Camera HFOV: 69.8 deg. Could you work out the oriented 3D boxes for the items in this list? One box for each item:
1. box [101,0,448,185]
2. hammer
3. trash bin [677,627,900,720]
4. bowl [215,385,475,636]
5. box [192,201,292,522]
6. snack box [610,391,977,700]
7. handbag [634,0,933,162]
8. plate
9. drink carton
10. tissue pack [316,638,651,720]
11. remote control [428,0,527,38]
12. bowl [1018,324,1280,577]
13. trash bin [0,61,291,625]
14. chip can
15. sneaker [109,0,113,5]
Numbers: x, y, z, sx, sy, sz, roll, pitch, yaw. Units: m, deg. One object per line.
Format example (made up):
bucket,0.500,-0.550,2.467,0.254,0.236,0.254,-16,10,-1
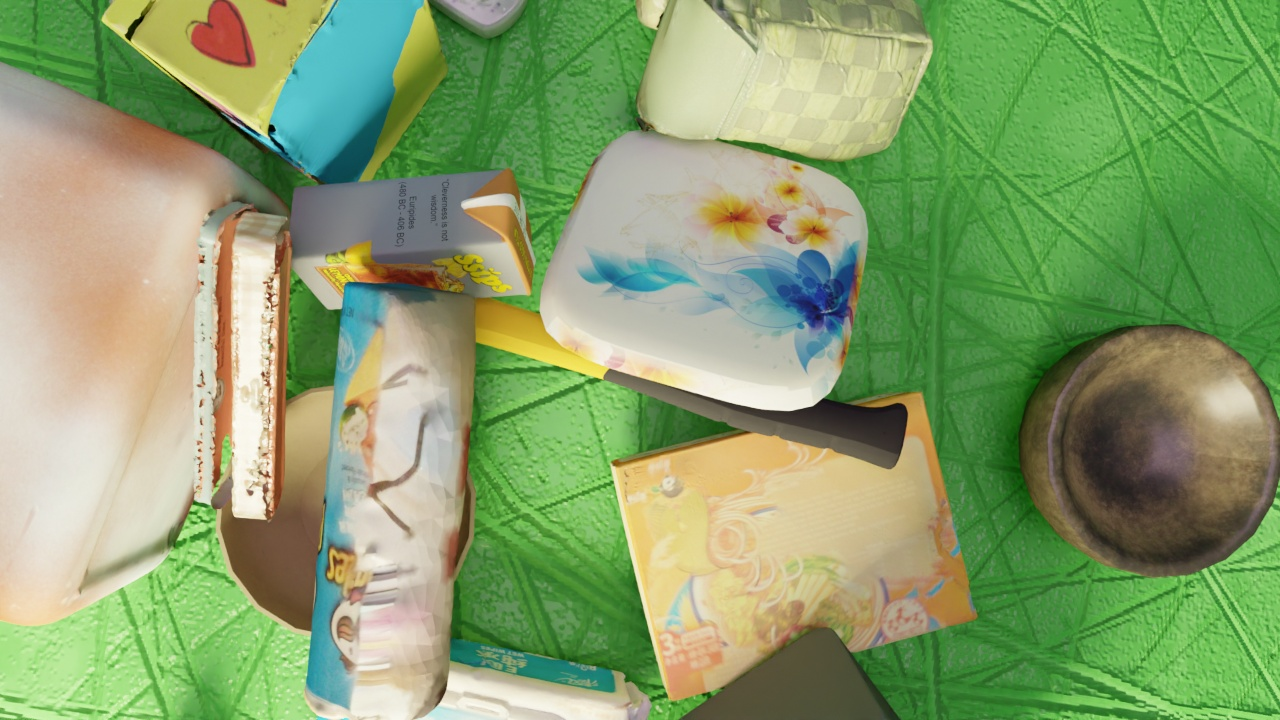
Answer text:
box,-0.175,-0.168,0.490,0.082,0.221,0.124,34,88,-4
hammer,-0.003,0.003,0.549,0.324,0.029,0.126,17,68,7
trash bin,0.102,0.297,0.533,0.192,0.097,0.220,-35,111,4
bowl,-0.176,0.091,0.569,0.152,0.050,0.152,0,86,-4
box,-0.201,0.008,0.479,0.058,0.060,0.187,38,128,30
snack box,0.091,0.112,0.583,0.195,0.081,0.145,-13,88,-5
handbag,0.085,-0.198,0.581,0.186,0.113,0.116,3,57,-18
plate,0.044,-0.066,0.562,0.187,0.016,0.186,16,60,4
drink carton,-0.127,-0.068,0.524,0.125,0.076,0.048,-4,67,3
tissue pack,-0.106,0.238,0.572,0.209,0.066,0.117,14,88,-3
remote control,-0.123,-0.260,0.591,0.114,0.028,0.060,45,85,-3
bowl,0.328,0.058,0.612,0.162,0.070,0.162,0,89,-6
trash bin,-0.314,-0.006,0.496,0.157,0.181,0.259,21,86,-7
chip can,-0.132,0.074,0.494,0.080,0.080,0.229,6,95,-6
sneaker,-0.214,-0.287,0.495,0.091,0.119,0.232,27,63,-19
